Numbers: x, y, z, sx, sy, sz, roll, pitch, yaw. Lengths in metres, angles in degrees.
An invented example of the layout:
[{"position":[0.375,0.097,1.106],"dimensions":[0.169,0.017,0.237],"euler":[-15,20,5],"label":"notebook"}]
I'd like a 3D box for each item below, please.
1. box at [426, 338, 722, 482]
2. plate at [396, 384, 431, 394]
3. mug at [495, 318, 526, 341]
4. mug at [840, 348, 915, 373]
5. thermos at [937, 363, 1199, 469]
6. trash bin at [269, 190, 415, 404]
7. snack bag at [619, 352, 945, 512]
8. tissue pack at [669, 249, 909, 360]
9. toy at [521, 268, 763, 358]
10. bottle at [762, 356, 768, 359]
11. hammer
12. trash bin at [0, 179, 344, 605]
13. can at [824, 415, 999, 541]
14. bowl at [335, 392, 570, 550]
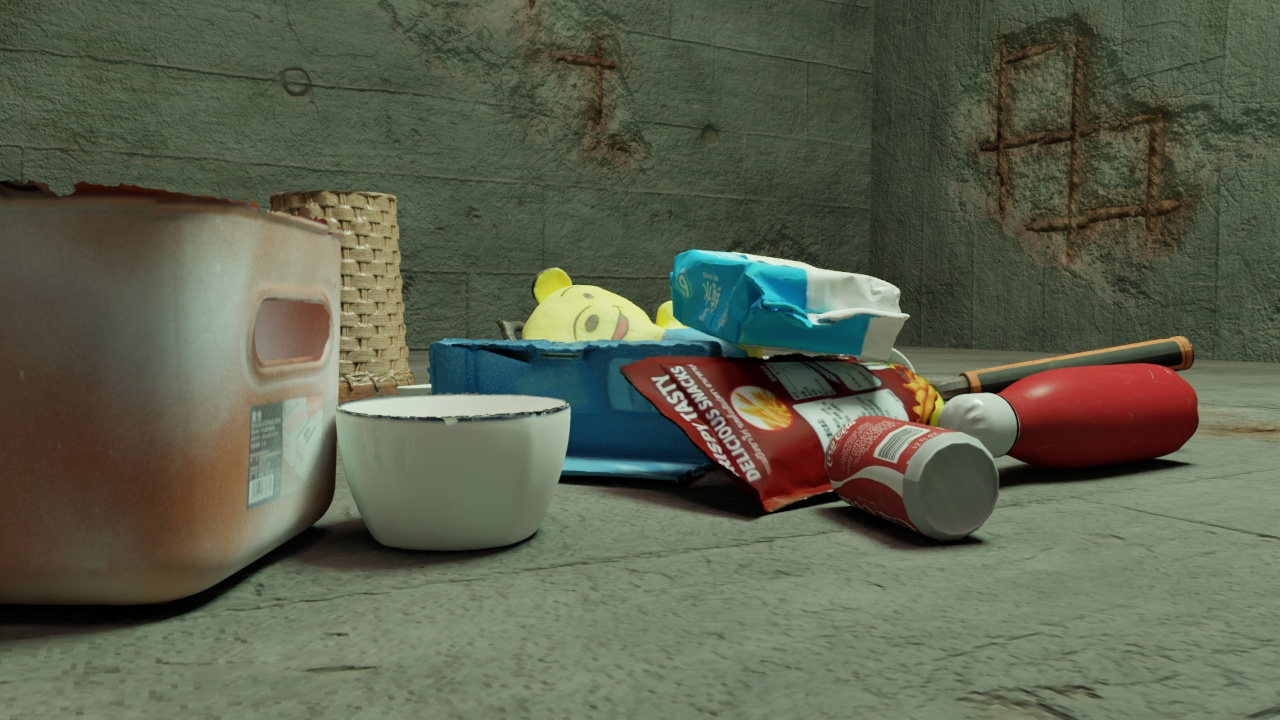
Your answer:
[{"position":[-0.067,0.033,0.650],"dimensions":[0.232,0.094,0.112],"euler":[2,6,20],"label":"box"},{"position":[-0.175,0.034,0.860],"dimensions":[0.104,0.026,0.104],"euler":[-3,1,0],"label":"plate"},{"position":[-0.105,0.002,1.037],"dimensions":[0.080,0.115,0.107],"euler":[-38,-19,32],"label":"mug"},{"position":[0.231,0.036,0.858],"dimensions":[0.114,0.081,0.087],"euler":[33,6,15],"label":"mug"},{"position":[0.301,0.041,0.649],"dimensions":[0.239,0.073,0.073],"euler":[-2,4,-33],"label":"thermos"},{"position":[-0.298,-0.056,0.893],"dimensions":[0.151,0.210,0.151],"euler":[0,4,0],"label":"trash bin"},{"position":[0.106,0.034,0.593],"dimensions":[0.207,0.067,0.139],"euler":[1,38,-38],"label":"snack bag"},{"position":[0.099,-0.042,0.669],"dimensions":[0.117,0.066,0.209],"euler":[5,7,-14],"label":"tissue pack"},{"position":[-0.005,0.005,0.783],"dimensions":[0.214,0.084,0.148],"euler":[11,47,11],"label":"toy"},{"position":[0.122,0.020,0.961],"dimensions":[0.174,0.046,0.083],"euler":[3,4,39],"label":"bottle"},{"position":[0.292,0.017,0.748],"dimensions":[0.314,0.035,0.138],"euler":[-10,-11,2],"label":"hammer"},{"position":[-0.278,0.011,0.400],"dimensions":[0.260,0.157,0.181],"euler":[1,3,0],"label":"trash bin"},{"position":[0.139,0.059,0.484],"dimensions":[0.054,0.054,0.097],"euler":[-1,3,-16],"label":"can"},{"position":[-0.092,0.053,0.457],"dimensions":[0.116,0.065,0.116],"euler":[0,3,0],"label":"bowl"}]
